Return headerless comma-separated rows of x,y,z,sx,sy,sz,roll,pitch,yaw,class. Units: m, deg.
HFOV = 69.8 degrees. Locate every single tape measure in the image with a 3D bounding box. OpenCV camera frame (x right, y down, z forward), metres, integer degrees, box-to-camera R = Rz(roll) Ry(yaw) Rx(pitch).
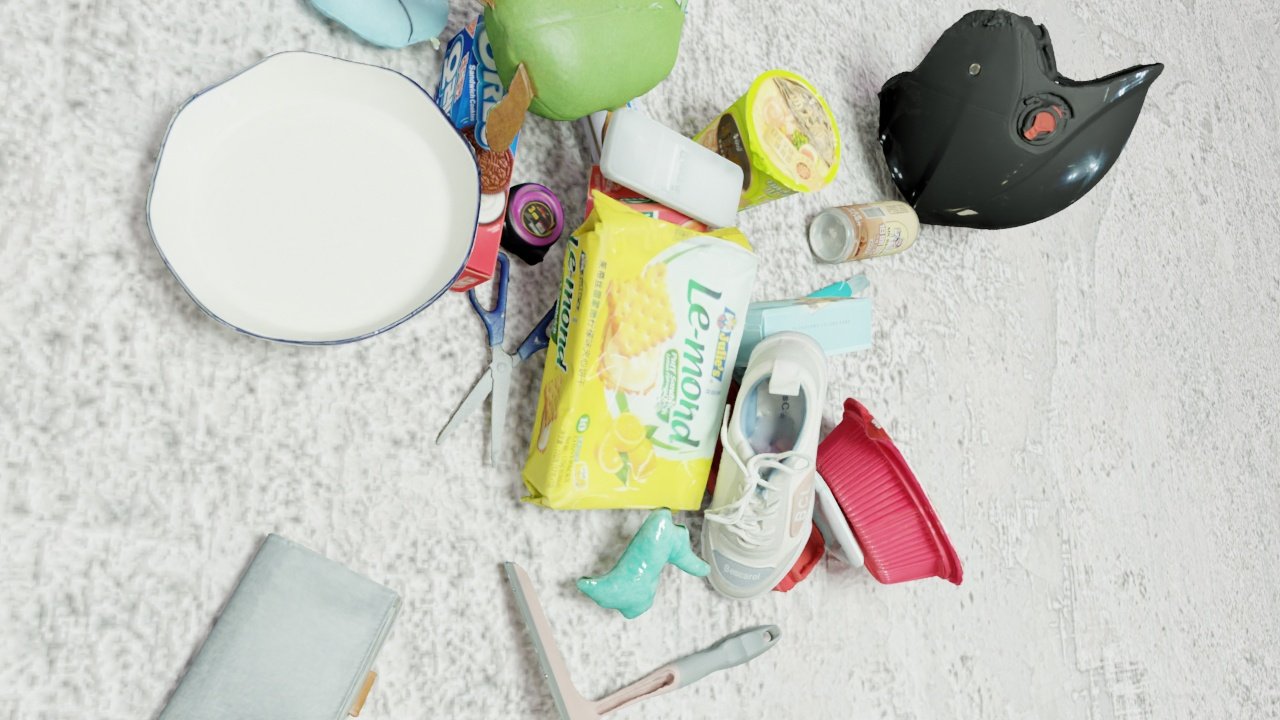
-0.092,-0.112,0.736,0.057,0.039,0.057,35,67,-25,tape measure

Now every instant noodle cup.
0.099,-0.185,0.835,0.111,0.124,0.111,10,73,-33,instant noodle cup
0.212,0.130,0.835,0.066,0.194,0.194,-28,98,0,instant noodle cup

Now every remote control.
0.027,-0.148,0.716,0.135,0.020,0.056,17,83,-38,remote control

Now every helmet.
0.390,-0.252,0.973,0.232,0.275,0.230,-38,131,-57,helmet

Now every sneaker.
0.099,0.101,0.729,0.090,0.089,0.242,-56,157,-67,sneaker

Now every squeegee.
0.025,0.256,0.739,0.249,0.040,0.247,-7,66,-42,squeegee

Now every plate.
-0.210,-0.103,0.609,0.204,0.046,0.204,4,74,-13,plate

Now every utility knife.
0.177,-0.054,0.930,0.186,0.013,0.029,-25,98,-35,utility knife

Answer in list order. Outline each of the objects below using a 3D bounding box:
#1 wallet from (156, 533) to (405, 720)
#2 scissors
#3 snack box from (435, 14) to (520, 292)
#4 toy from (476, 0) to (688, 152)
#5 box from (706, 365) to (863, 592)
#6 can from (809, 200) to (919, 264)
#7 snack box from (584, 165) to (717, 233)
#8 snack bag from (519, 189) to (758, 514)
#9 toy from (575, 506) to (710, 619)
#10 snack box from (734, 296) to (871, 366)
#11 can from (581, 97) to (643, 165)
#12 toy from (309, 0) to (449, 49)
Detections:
-0.220,0.190,0.580,0.106,0.037,0.129,31,62,-14,wallet
-0.106,-0.010,0.709,0.162,0.012,0.163,-29,86,-22,scissors
-0.132,-0.160,0.706,0.057,0.058,0.207,20,69,-34,snack box
-0.047,-0.250,0.697,0.246,0.090,0.227,-27,109,-44,toy
0.123,0.101,0.806,0.095,0.099,0.201,-36,101,-36,box
0.235,-0.135,0.961,0.116,0.059,0.058,-13,87,-37,can
0.008,-0.094,0.761,0.113,0.044,0.127,-9,120,-36,snack box
-0.004,0.004,0.711,0.157,0.068,0.246,7,99,-38,snack bag
0.009,0.160,0.714,0.096,0.030,0.092,36,84,-25,toy
0.133,-0.028,0.826,0.174,0.074,0.051,-8,100,-45,snack box
-0.020,-0.196,0.796,0.053,0.053,0.134,-16,89,-37,can
-0.211,-0.292,0.684,0.161,0.050,0.156,-34,98,-31,toy
